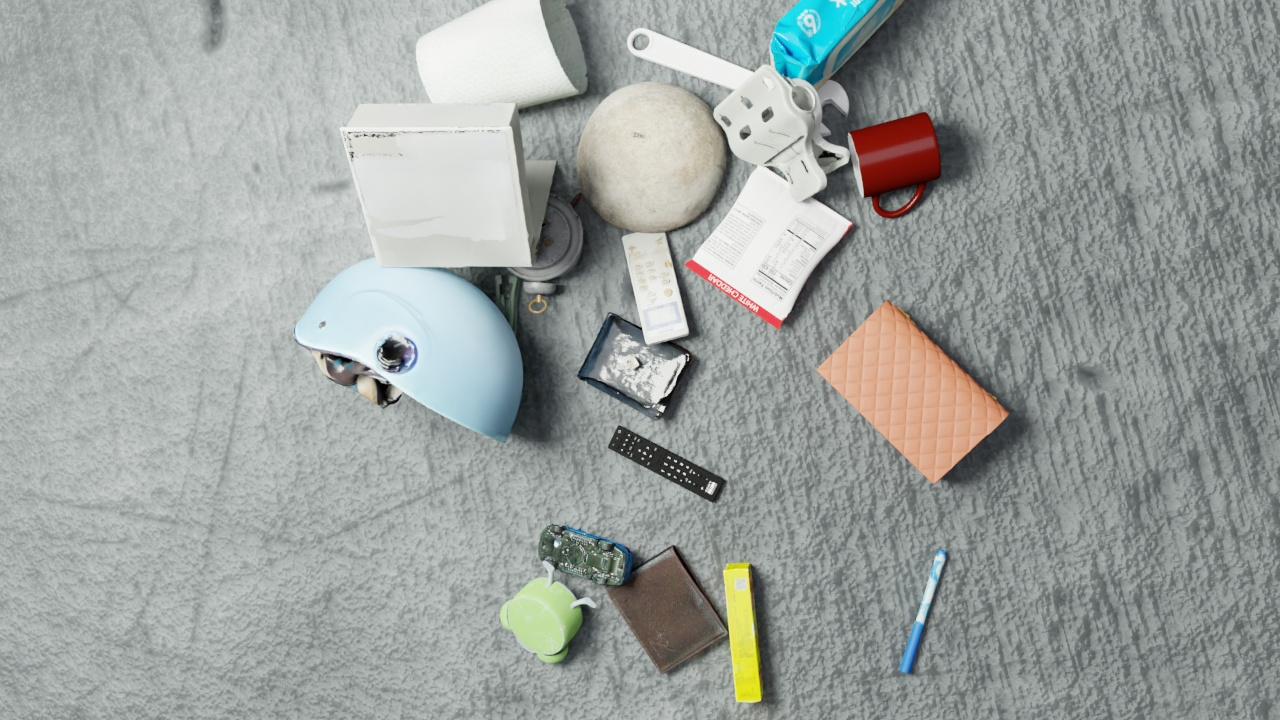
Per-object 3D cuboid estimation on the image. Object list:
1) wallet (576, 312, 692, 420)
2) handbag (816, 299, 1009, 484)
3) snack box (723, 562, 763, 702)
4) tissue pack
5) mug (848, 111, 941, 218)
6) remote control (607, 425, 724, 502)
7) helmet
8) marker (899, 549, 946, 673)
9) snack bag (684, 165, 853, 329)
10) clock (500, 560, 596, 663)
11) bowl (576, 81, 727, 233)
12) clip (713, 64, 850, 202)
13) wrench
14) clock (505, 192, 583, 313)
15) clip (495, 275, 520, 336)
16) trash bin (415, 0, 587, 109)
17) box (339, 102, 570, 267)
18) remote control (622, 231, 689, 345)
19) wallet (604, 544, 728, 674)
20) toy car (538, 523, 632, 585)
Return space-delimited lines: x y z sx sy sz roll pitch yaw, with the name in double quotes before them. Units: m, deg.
"wallet" -0.006 0.006 1.068 0.115 0.026 0.089 28 92 10
"handbag" 0.293 0.031 0.992 0.172 0.060 0.109 46 103 11
"snack box" 0.116 0.305 1.035 0.029 0.040 0.148 -6 89 11
"tissue pack" 0.218 -0.372 0.974 0.066 0.117 0.209 44 89 9
"mug" 0.278 -0.208 0.999 0.083 0.073 0.106 -13 115 10
"remote control" 0.029 0.120 1.069 0.140 0.009 0.030 27 94 10
"helmet" -0.236 -0.018 1.018 0.265 0.225 0.167 33 88 10
"marker" 0.313 0.277 1.011 0.013 0.013 0.142 17 93 11
"snack bag" 0.144 -0.130 1.034 0.131 0.039 0.144 36 92 12
"clock" -0.114 0.300 1.067 0.094 0.042 0.120 38 126 11
"bowl" 0.008 -0.238 1.038 0.178 0.081 0.178 -1 86 9
"clip" 0.156 -0.246 0.997 0.144 0.125 0.075 42 70 -10
"wrench" 0.108 -0.326 1.056 0.273 0.018 0.066 24 94 11
"clock" -0.117 -0.129 1.076 0.104 0.056 0.148 3 87 8
"clip" -0.161 -0.064 1.103 0.045 0.023 0.076 4 88 12
"trash bin" -0.161 -0.348 1.056 0.161 0.133 0.133 -14 87 16
"box" -0.186 -0.202 1.039 0.167 0.379 0.172 1 103 3
"remote control" 0.017 -0.087 1.059 0.050 0.011 0.135 -15 75 9
"wallet" 0.030 0.288 1.059 0.099 0.031 0.120 -34 84 12
"toy car" -0.064 0.227 1.067 0.120 0.043 0.056 11 91 26
